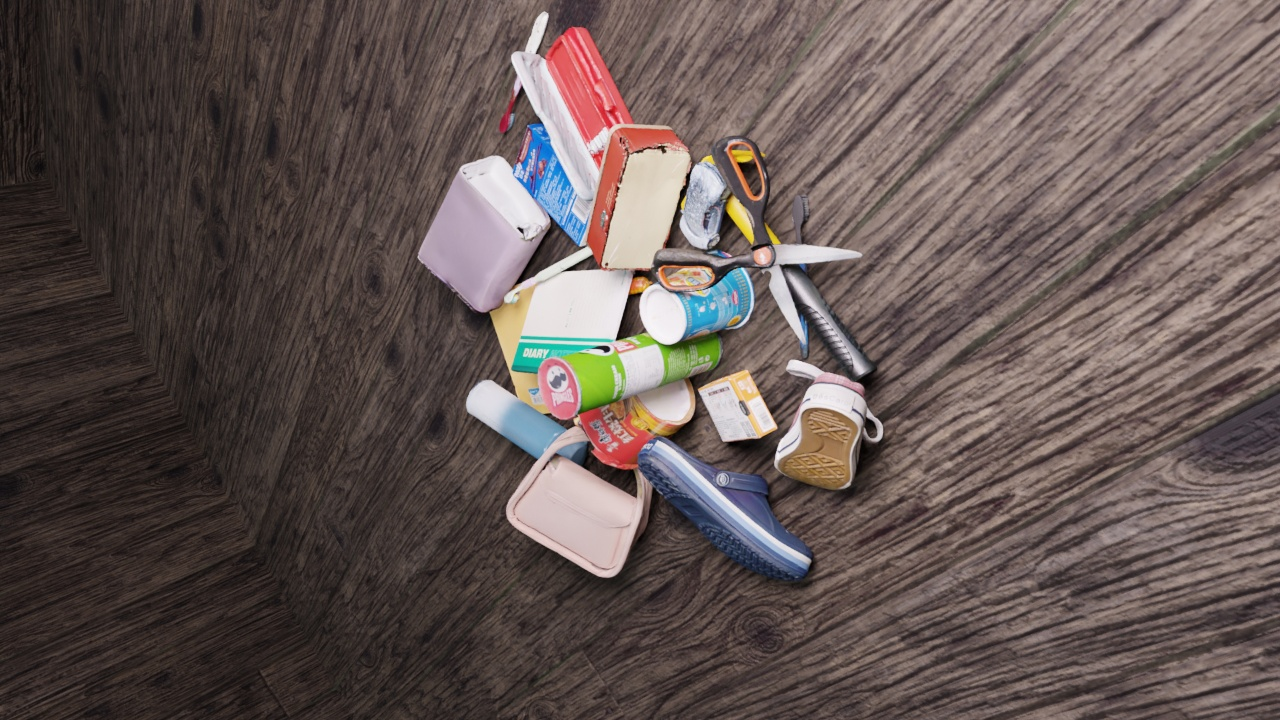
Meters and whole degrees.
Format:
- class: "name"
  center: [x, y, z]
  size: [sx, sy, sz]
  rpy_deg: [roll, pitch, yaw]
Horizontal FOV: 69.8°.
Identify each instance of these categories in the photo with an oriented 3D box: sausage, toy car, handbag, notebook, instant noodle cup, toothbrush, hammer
- class: "sausage"
  center: [-0.042, -0.094, 1.229]
  size: [0.165, 0.021, 0.021]
  rpy_deg: [-5, 105, 49]
- class: "toy car"
  center: [0.068, -0.167, 1.008]
  size: [0.049, 0.031, 0.106]
  rpy_deg: [46, 144, 31]
- class: "handbag"
  center: [-0.221, -0.176, 1.325]
  size: [0.145, 0.098, 0.198]
  rpy_deg: [52, 137, 10]
- class: "notebook"
  center: [-0.095, -0.051, 1.242]
  size: [0.210, 0.012, 0.150]
  rpy_deg: [3, 74, 49]
- class: "notebook"
  center: [-0.170, -0.016, 1.414]
  size: [0.146, 0.010, 0.206]
  rpy_deg: [-9, 102, 49]
- class: "instant noodle cup"
  center: [-0.002, 0.056, 1.185]
  size: [0.109, 0.137, 0.138]
  rpy_deg: [-38, 79, 40]
- class: "handbag"
  center: [-0.071, 0.182, 1.293]
  size: [0.193, 0.093, 0.235]
  rpy_deg: [27, 131, 3]
- class: "toothbrush"
  center: [-0.154, -0.379, 1.218]
  size: [0.016, 0.017, 0.188]
  rpy_deg: [44, 133, 13]
- class: "hammer"
  center: [0.152, -0.103, 0.987]
  size: [0.300, 0.032, 0.129]
  rpy_deg: [56, 148, 15]
- class: "instant noodle cup"
  center: [0.060, -0.068, 1.065]
  size: [0.099, 0.109, 0.099]
  rpy_deg: [24, 125, 39]
- class: "toothbrush"
  center: [-0.124, -0.122, 1.284]
  size: [0.190, 0.029, 0.020]
  rpy_deg: [-25, 110, 38]
- class: "toothbrush"
  center: [0.178, -0.089, 1.004]
  size: [0.014, 0.016, 0.190]
  rpy_deg: [15, 122, 41]

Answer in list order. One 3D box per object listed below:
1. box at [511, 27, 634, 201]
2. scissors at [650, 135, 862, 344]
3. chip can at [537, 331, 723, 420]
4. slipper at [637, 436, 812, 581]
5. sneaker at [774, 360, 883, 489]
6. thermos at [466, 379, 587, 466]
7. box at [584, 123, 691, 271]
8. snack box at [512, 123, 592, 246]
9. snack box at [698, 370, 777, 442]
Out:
- class: "box"
  center: [-0.081, -0.294, 1.115]
  size: [0.096, 0.100, 0.201]
  rpy_deg: [-28, 88, 51]
- class: "scissors"
  center: [0.110, -0.117, 0.954]
  size: [0.221, 0.021, 0.233]
  rpy_deg: [-17, 94, 27]
- class: "chip can"
  center: [-0.006, 0.006, 1.074]
  size: [0.072, 0.235, 0.072]
  rpy_deg: [18, 116, 43]
- class: "slipper"
  center: [0.109, 0.175, 1.139]
  size: [0.253, 0.095, 0.105]
  rpy_deg: [39, 162, -3]
- class: "sneaker"
  center: [0.201, 0.066, 0.983]
  size: [0.118, 0.087, 0.241]
  rpy_deg: [18, 155, 12]
- class: "thermos"
  center: [-0.176, 0.105, 1.422]
  size: [0.220, 0.070, 0.070]
  rpy_deg: [30, 128, 30]
- class: "box"
  center: [-0.001, -0.184, 1.078]
  size: [0.077, 0.091, 0.169]
  rpy_deg: [-117, 33, -42]
- class: "snack box"
  center: [-0.107, -0.235, 1.227]
  size: [0.157, 0.026, 0.085]
  rpy_deg: [48, 136, 20]
- class: "snack box"
  center: [0.111, 0.056, 1.082]
  size: [0.075, 0.026, 0.154]
  rpy_deg: [64, 168, 1]
